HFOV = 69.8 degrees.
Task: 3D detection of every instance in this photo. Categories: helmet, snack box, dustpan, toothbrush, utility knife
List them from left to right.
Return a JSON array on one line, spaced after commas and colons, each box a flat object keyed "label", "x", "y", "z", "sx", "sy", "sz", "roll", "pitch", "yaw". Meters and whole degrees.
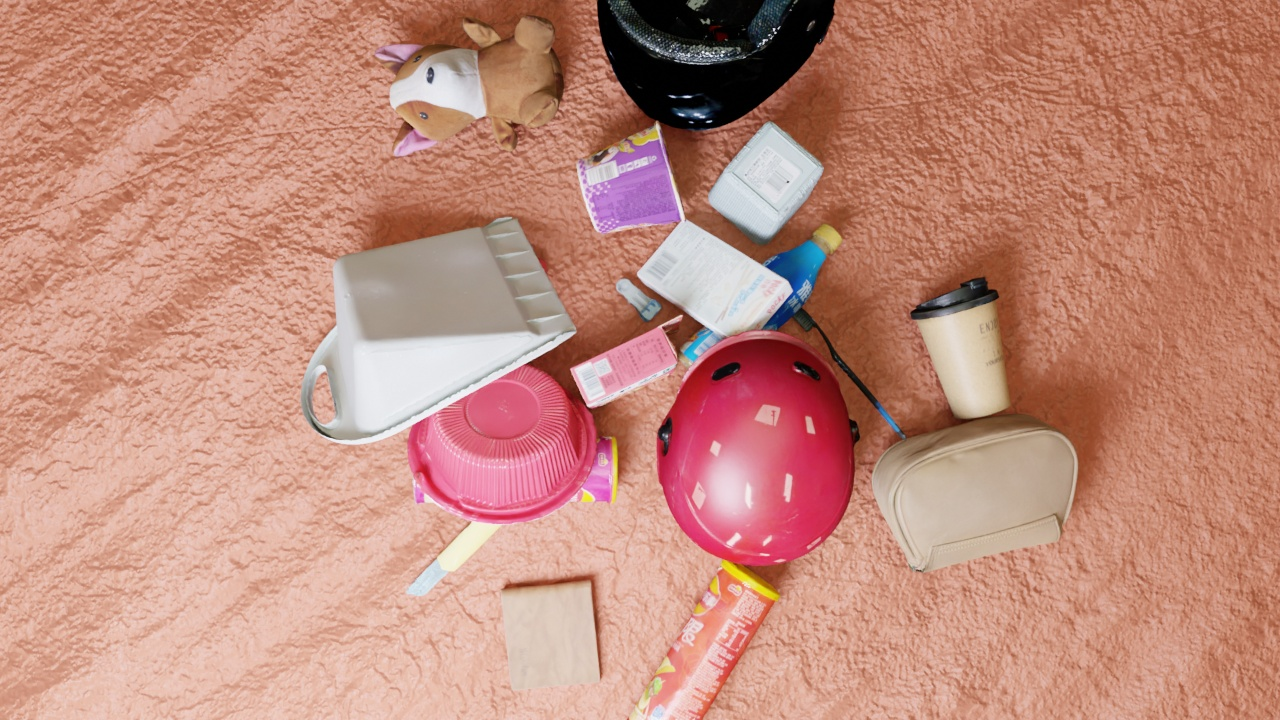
[{"label": "dustpan", "x": -0.227, "y": -0.022, "z": 0.957, "sx": 0.257, "sy": 0.143, "sz": 0.222, "roll": -9, "pitch": 42, "yaw": -21}, {"label": "utility knife", "x": -0.181, "y": 0.188, "z": 1.007, "sx": 0.031, "sy": 0.020, "sz": 0.196, "roll": 44, "pitch": 80, "yaw": 4}, {"label": "snack box", "x": -0.006, "y": 0.006, "z": 0.972, "sx": 0.127, "sy": 0.113, "sz": 0.044, "roll": -25, "pitch": 85, "yaw": -2}, {"label": "snack box", "x": 0.077, "y": -0.084, "z": 0.982, "sx": 0.157, "sy": 0.027, "sz": 0.084, "roll": 38, "pitch": 85, "yaw": 34}, {"label": "helmet", "x": 0.077, "y": -0.373, "z": 0.939, "sx": 0.233, "sy": 0.231, "sz": 0.274, "roll": 38, "pitch": 65, "yaw": 8}, {"label": "helmet", "x": 0.121, "y": 0.105, "z": 0.918, "sx": 0.207, "sy": 0.143, "sz": 0.240, "roll": 0, "pitch": 118, "yaw": -2}, {"label": "toothbrush", "x": 0.225, "y": 0.013, "z": 0.999, "sx": 0.016, "sy": 0.014, "sz": 0.189, "roll": -35, "pitch": 71, "yaw": -2}]

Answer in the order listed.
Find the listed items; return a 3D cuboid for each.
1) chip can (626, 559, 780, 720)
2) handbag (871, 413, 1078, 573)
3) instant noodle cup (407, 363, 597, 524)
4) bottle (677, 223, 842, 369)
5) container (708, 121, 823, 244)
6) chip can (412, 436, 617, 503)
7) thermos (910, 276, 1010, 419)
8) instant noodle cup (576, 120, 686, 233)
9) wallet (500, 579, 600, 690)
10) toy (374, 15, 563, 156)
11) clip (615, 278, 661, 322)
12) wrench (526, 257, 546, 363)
[{"label": "chip can", "x": 0.065, "y": 0.320, "z": 0.977, "sx": 0.073, "sy": 0.073, "sz": 0.216, "roll": 31, "pitch": 87, "yaw": 1}, {"label": "handbag", "x": 0.354, "y": 0.137, "z": 0.978, "sx": 0.204, "sy": 0.099, "sz": 0.148, "roll": -12, "pitch": 105, "yaw": -2}, {"label": "instant noodle cup", "x": -0.138, "y": 0.067, "z": 0.926, "sx": 0.194, "sy": 0.066, "sz": 0.193, "roll": 4, "pitch": 48, "yaw": -4}, {"label": "bottle", "x": 0.135, "y": -0.063, "z": 1.002, "sx": 0.065, "sy": 0.065, "sz": 0.218, "roll": 44, "pitch": 86, "yaw": 2}, {"label": "container", "x": 0.134, "y": -0.191, "z": 0.985, "sx": 0.090, "sy": 0.111, "sz": 0.090, "roll": 41, "pitch": 87, "yaw": 2}, {"label": "chip can", "x": -0.131, "y": 0.117, "z": 0.973, "sx": 0.210, "sy": 0.071, "sz": 0.071, "roll": 0, "pitch": 87, "yaw": -7}, {"label": "thermos", "x": 0.352, "y": -0.013, "z": 0.993, "sx": 0.093, "sy": 0.093, "sz": 0.143, "roll": -17, "pitch": 94, "yaw": -2}, {"label": "instant noodle cup", "x": -0.011, "y": -0.190, "z": 0.991, "sx": 0.099, "sy": 0.111, "sz": 0.111, "roll": -16, "pitch": 87, "yaw": 8}, {"label": "wallet", "x": -0.097, "y": 0.301, "z": 1.004, "sx": 0.101, "sy": 0.020, "sz": 0.115, "roll": -7, "pitch": 90, "yaw": 0}, {"label": "toy", "x": -0.184, "y": -0.294, "z": 0.988, "sx": 0.200, "sy": 0.130, "sz": 0.140, "roll": -4, "pitch": 93, "yaw": 9}, {"label": "clip", "x": -0.004, "y": -0.069, "z": 1.025, "sx": 0.058, "sy": 0.038, "sz": 0.026, "roll": 43, "pitch": 89, "yaw": 0}, {"label": "wrench", "x": -0.148, "y": 0.017, "z": 1.018, "sx": 0.056, "sy": 0.016, "sz": 0.273, "roll": 16, "pitch": 87, "yaw": -5}]
